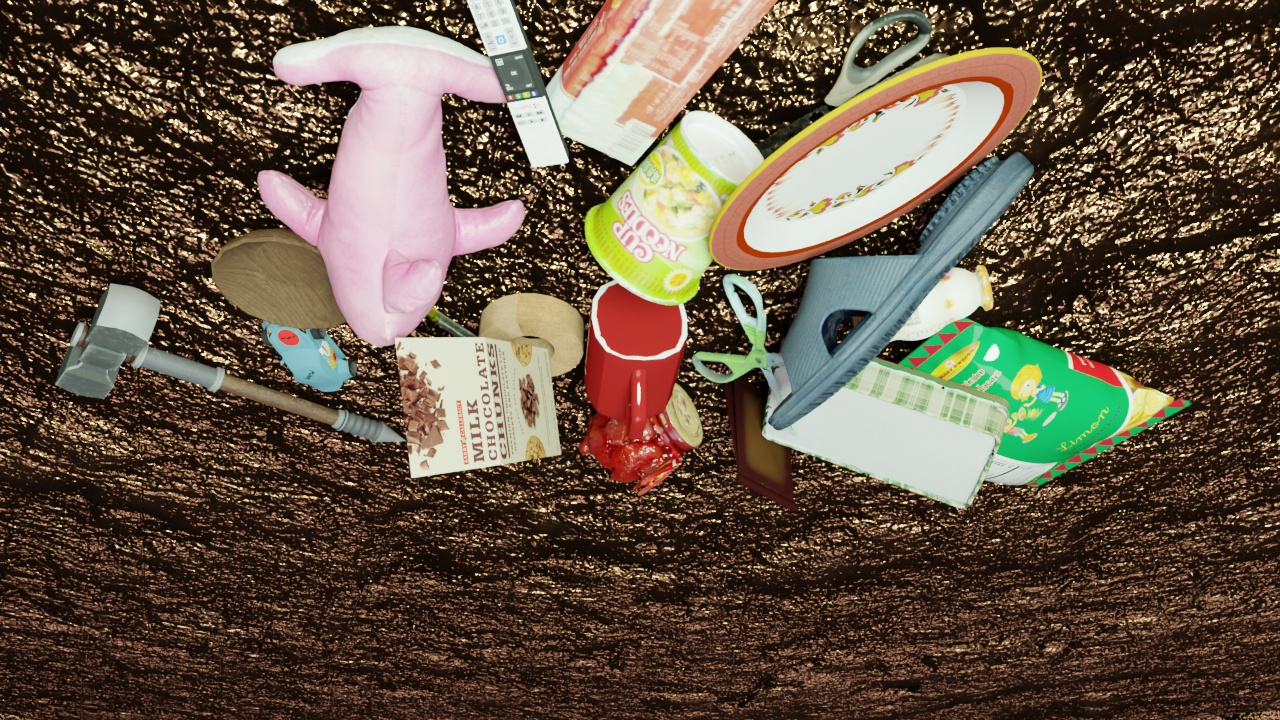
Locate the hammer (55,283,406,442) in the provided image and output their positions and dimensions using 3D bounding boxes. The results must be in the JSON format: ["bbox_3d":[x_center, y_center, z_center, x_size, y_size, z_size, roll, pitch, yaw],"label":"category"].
[{"bbox_3d":[-0.375,0.031,0.894,0.322,0.043,0.156,24,139,-35],"label":"hammer"}]

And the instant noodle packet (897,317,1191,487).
[{"bbox_3d":[0.340,0.048,0.863,0.252,0.090,0.196,18,144,-15],"label":"instant noodle packet"}]

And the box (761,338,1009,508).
[{"bbox_3d":[0.215,0.054,0.832,0.206,0.050,0.118,19,141,18],"label":"box"}]

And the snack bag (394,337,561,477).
[{"bbox_3d":[-0.133,0.036,0.712,0.070,0.094,0.206,-9,175,13],"label":"snack bag"}]

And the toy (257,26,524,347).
[{"bbox_3d":[-0.166,-0.093,0.629,0.186,0.127,0.266,2,138,-17],"label":"toy"}]

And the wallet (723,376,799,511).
[{"bbox_3d":[0.118,0.082,0.893,0.018,0.115,0.091,-28,137,34],"label":"wallet"}]

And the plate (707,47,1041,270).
[{"bbox_3d":[0.145,-0.128,0.597,0.229,0.021,0.230,-22,164,-7],"label":"plate"}]

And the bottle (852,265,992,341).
[{"bbox_3d":[0.227,-0.049,0.745,0.109,0.063,0.063,-11,145,16],"label":"bottle"}]

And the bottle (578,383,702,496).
[{"bbox_3d":[0.000,0.081,0.906,0.111,0.098,0.099,-26,139,24],"label":"bottle"}]

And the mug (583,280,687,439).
[{"bbox_3d":[-0.005,0.005,0.778,0.080,0.116,0.097,-1,147,-8],"label":"mug"}]

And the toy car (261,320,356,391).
[{"bbox_3d":[-0.308,-0.003,0.849,0.060,0.027,0.108,-6,146,9],"label":"toy car"}]

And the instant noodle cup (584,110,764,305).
[{"bbox_3d":[0.029,-0.109,0.638,0.099,0.098,0.108,19,135,-26],"label":"instant noodle cup"}]

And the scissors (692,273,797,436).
[{"bbox_3d":[0.105,-0.002,0.801,0.172,0.021,0.172,-1,121,46],"label":"scissors"}]

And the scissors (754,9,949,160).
[{"bbox_3d":[0.137,-0.163,0.618,0.132,0.012,0.170,12,141,-14],"label":"scissors"}]

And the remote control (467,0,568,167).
[{"bbox_3d":[-0.075,-0.178,0.562,0.028,0.011,0.124,0,127,29],"label":"remote control"}]

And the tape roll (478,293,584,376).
[{"bbox_3d":[-0.098,-0.021,0.821,0.094,0.027,0.094,0,146,0],"label":"tape roll"}]

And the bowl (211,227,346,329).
[{"bbox_3d":[-0.282,-0.071,0.744,0.118,0.030,0.118,0,146,0],"label":"bowl"}]

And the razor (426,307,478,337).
[{"bbox_3d":[-0.171,-0.033,0.811,0.043,0.026,0.106,-21,145,25],"label":"razor"}]

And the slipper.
[{"bbox_3d":[0.168,-0.060,0.676,0.264,0.082,0.101,-49,168,15],"label":"slipper"}]

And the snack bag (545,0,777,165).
[{"bbox_3d":[0.024,-0.205,0.537,0.077,0.041,0.226,20,140,-27],"label":"snack bag"}]
